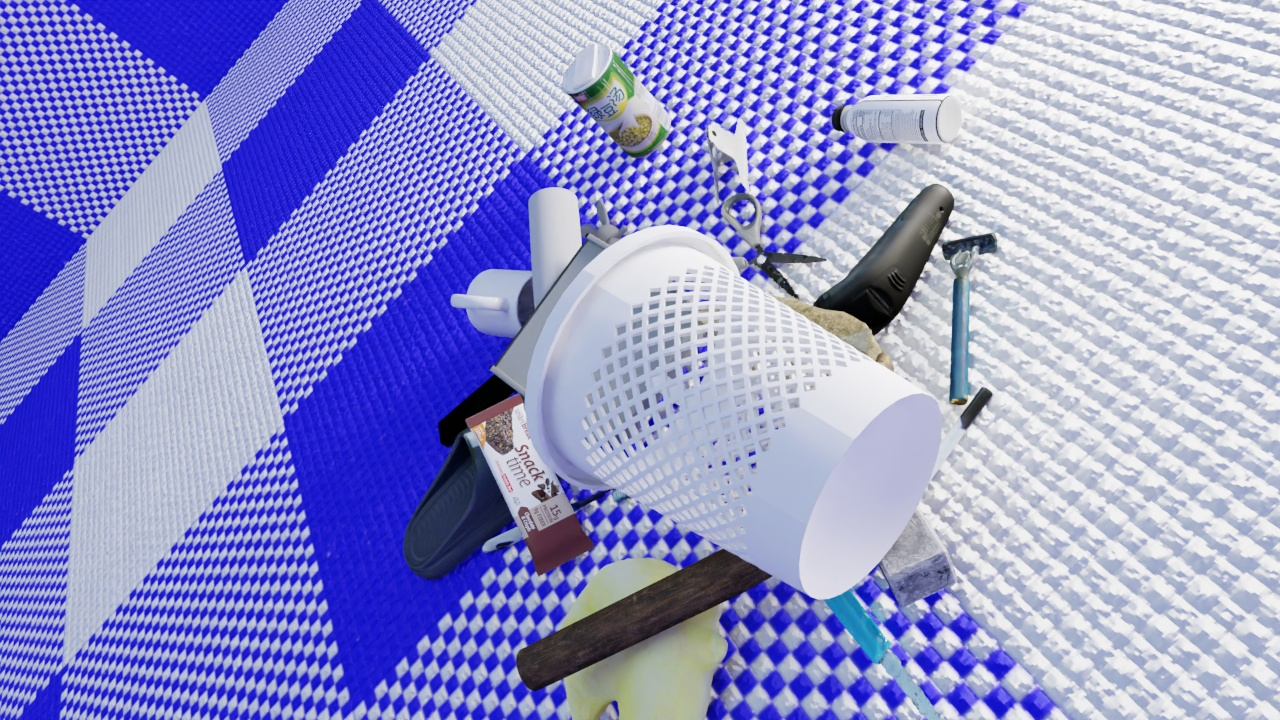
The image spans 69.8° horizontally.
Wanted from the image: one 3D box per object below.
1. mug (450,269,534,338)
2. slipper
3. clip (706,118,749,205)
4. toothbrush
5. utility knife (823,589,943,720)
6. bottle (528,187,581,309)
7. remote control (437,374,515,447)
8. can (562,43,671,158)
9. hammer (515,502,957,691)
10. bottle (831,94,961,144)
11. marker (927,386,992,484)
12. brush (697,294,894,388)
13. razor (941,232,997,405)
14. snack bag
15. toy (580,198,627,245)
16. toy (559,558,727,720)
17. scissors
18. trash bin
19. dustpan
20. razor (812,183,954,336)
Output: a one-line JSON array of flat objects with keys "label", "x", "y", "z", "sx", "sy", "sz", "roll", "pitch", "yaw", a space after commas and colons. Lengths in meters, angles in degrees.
[{"label": "mug", "x": -0.146, "y": -0.061, "z": 0.980, "sx": 0.091, "sy": 0.110, "sz": 0.074, "roll": 8, "pitch": 96, "yaw": 45}, {"label": "slipper", "x": -0.155, "y": 0.102, "z": 0.895, "sx": 0.268, "sy": 0.083, "sz": 0.110, "roll": -44, "pitch": 40, "yaw": 11}, {"label": "clip", "x": 0.084, "y": -0.209, "z": 0.930, "sx": 0.058, "sy": 0.052, "sz": 0.101, "roll": 114, "pitch": 161, "yaw": -53}, {"label": "toothbrush", "x": -0.075, "y": 0.146, "z": 0.841, "sx": 0.189, "sy": 0.016, "sz": 0.017, "roll": -27, "pitch": 57, "yaw": 25}, {"label": "utility knife", "x": 0.151, "y": 0.186, "z": 0.607, "sx": 0.022, "sy": 0.015, "sz": 0.178, "roll": -45, "pitch": 40, "yaw": 9}, {"label": "bottle", "x": -0.082, "y": -0.079, "z": 0.924, "sx": 0.053, "sy": 0.052, "sz": 0.195, "roll": -22, "pitch": 61, "yaw": 30}, {"label": "remote control", "x": -0.163, "y": 0.038, "z": 0.996, "sx": 0.150, "sy": 0.013, "sz": 0.034, "roll": -39, "pitch": 39, "yaw": 14}, {"label": "can", "x": -0.026, "y": -0.287, "z": 1.020, "sx": 0.067, "sy": 0.121, "sz": 0.067, "roll": -23, "pitch": 49, "yaw": 29}, {"label": "hammer", "x": 0.041, "y": 0.130, "z": 0.663, "sx": 0.301, "sy": 0.037, "sz": 0.217, "roll": -27, "pitch": 39, "yaw": 6}, {"label": "bottle", "x": 0.220, "y": -0.212, "z": 0.806, "sx": 0.116, "sy": 0.041, "sz": 0.041, "roll": 17, "pitch": 74, "yaw": 47}, {"label": "marker", "x": 0.199, "y": 0.081, "z": 0.642, "sx": 0.152, "sy": 0.011, "sz": 0.011, "roll": -53, "pitch": 41, "yaw": -2}, {"label": "brush", "x": 0.112, "y": -0.016, "z": 0.706, "sx": 0.059, "sy": 0.043, "sz": 0.195, "roll": -45, "pitch": 33, "yaw": -17}, {"label": "razor", "x": 0.238, "y": -0.034, "z": 0.680, "sx": 0.042, "sy": 0.022, "sz": 0.143, "roll": -9, "pitch": 57, "yaw": 39}, {"label": "snack bag", "x": -0.100, "y": 0.109, "z": 0.823, "sx": 0.057, "sy": 0.013, "sz": 0.158, "roll": -25, "pitch": 75, "yaw": -8}, {"label": "toy", "x": -0.035, "y": -0.132, "z": 0.988, "sx": 0.049, "sy": 0.030, "sz": 0.111, "roll": -54, "pitch": 44, "yaw": 20}, {"label": "toy", "x": 0.002, "y": 0.225, "z": 0.679, "sx": 0.155, "sy": 0.064, "sz": 0.170, "roll": -30, "pitch": 47, "yaw": 25}, {"label": "scissors", "x": 0.100, "y": -0.103, "z": 0.858, "sx": 0.158, "sy": 0.012, "sz": 0.165, "roll": -21, "pitch": 50, "yaw": 33}, {"label": "trash bin", "x": 0.065, "y": 0.039, "z": 0.582, "sx": 0.200, "sy": 0.195, "sz": 0.195, "roll": 31, "pitch": 84, "yaw": 38}, {"label": "dustpan", "x": -0.005, "y": 0.005, "z": 0.820, "sx": 0.258, "sy": 0.033, "sz": 0.163, "roll": 34, "pitch": 87, "yaw": 25}, {"label": "razor", "x": 0.196, "y": -0.079, "z": 0.735, "sx": 0.151, "sy": 0.054, "sz": 0.067, "roll": -53, "pitch": 22, "yaw": -10}]
